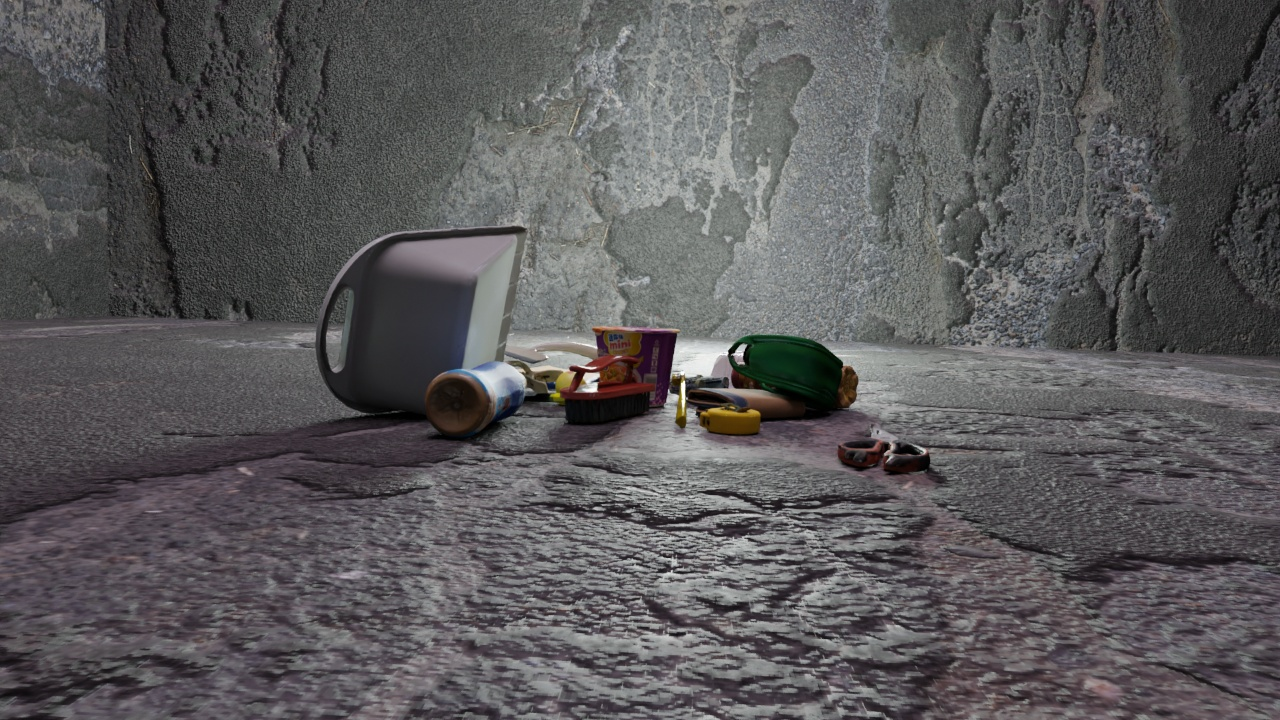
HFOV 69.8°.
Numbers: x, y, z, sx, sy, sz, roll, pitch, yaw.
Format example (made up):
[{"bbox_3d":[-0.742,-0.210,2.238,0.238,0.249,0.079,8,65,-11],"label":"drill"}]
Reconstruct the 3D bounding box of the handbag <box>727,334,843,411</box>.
[{"bbox_3d":[0.182,0.015,1.136,0.120,0.068,0.131,8,-10,35],"label":"handbag"}]

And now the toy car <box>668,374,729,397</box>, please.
[{"bbox_3d":[0.081,0.037,1.256,0.049,0.031,0.105,6,7,36],"label":"toy car"}]

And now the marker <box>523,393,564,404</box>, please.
[{"bbox_3d":[-0.123,0.048,1.147,0.124,0.015,0.018,0,8,15],"label":"marker"}]

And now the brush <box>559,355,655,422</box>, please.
[{"bbox_3d":[-0.042,0.030,1.035,0.063,0.069,0.145,3,4,27],"label":"brush"}]

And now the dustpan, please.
[{"bbox_3d":[-0.241,-0.046,1.028,0.142,0.223,0.257,14,16,2],"label":"dustpan"}]

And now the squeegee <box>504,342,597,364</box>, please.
[{"bbox_3d":[-0.061,0.001,1.285,0.246,0.039,0.247,12,0,-20],"label":"squeegee"}]

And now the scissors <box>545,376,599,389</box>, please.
[{"bbox_3d":[-0.094,0.037,1.268,0.176,0.012,0.162,10,11,38],"label":"scissors"}]

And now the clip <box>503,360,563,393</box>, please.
[{"bbox_3d":[-0.153,0.026,1.233,0.101,0.035,0.075,7,26,31],"label":"clip"}]

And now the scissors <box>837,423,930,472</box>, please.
[{"bbox_3d":[0.216,0.078,0.869,0.176,0.015,0.210,-1,5,-24],"label":"scissors"}]

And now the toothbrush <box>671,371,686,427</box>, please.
[{"bbox_3d":[0.045,0.043,1.067,0.016,0.016,0.190,-4,14,3],"label":"toothbrush"}]

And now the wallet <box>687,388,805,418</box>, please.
[{"bbox_3d":[0.125,0.051,1.087,0.115,0.033,0.090,0,7,-35],"label":"wallet"}]

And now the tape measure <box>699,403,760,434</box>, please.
[{"bbox_3d":[0.098,0.060,0.965,0.057,0.029,0.059,7,7,45],"label":"tape measure"}]

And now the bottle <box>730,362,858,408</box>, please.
[{"bbox_3d":[0.204,0.028,1.242,0.175,0.057,0.057,6,6,41],"label":"bottle"}]

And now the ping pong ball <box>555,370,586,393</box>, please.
[{"bbox_3d":[-0.088,0.033,1.166,0.040,0.040,0.040,2,4,0],"label":"ping pong ball"}]

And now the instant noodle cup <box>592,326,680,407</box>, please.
[{"bbox_3d":[-0.007,0.007,1.169,0.111,0.099,0.111,2,6,0],"label":"instant noodle cup"}]

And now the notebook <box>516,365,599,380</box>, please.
[{"bbox_3d":[-0.133,0.026,1.442,0.212,0.012,0.149,6,7,43],"label":"notebook"}]

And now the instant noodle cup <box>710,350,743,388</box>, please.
[{"bbox_3d":[0.190,0.019,1.366,0.174,0.060,0.137,3,4,30],"label":"instant noodle cup"}]

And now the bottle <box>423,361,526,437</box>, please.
[{"bbox_3d":[-0.161,0.035,0.959,0.065,0.065,0.218,2,4,6],"label":"bottle"}]
